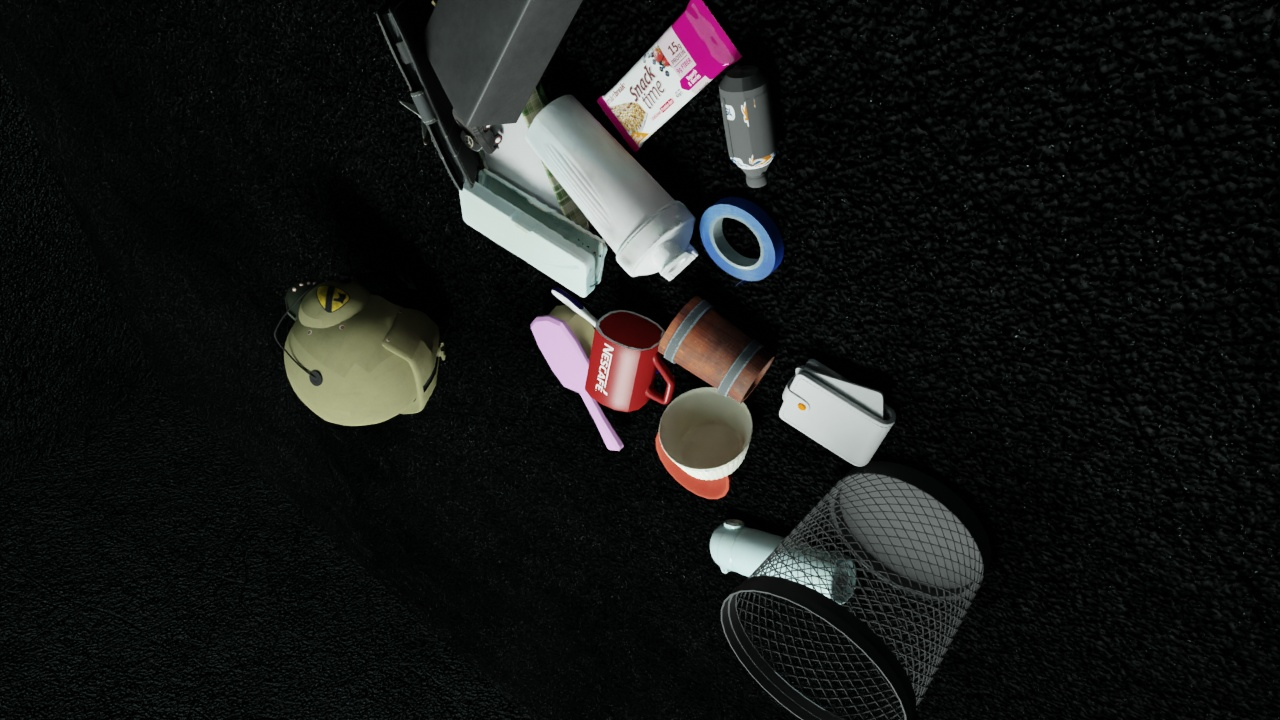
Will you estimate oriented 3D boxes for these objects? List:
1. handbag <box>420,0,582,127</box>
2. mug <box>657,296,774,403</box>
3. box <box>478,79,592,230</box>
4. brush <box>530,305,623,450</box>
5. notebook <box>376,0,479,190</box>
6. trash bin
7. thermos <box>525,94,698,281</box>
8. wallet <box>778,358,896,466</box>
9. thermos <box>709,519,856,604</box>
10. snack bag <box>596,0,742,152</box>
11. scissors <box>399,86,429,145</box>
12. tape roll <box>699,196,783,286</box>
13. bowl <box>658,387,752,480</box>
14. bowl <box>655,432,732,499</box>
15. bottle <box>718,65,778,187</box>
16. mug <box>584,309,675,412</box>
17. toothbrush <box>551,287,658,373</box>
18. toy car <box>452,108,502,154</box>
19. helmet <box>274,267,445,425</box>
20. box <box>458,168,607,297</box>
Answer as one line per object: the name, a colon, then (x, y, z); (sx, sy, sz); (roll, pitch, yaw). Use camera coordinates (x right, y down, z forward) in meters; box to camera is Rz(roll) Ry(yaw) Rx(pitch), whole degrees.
handbag: (-0.173, -0.378, 0.948); (0.195, 0.072, 0.176); (52, 131, 14)
mug: (0.087, -0.003, 1.061); (0.111, 0.081, 0.117); (36, 163, 12)
box: (-0.135, -0.240, 1.090); (0.118, 0.050, 0.206); (5, 129, 43)
brush: (-0.074, 0.026, 1.298); (0.089, 0.043, 0.229); (0, 124, 49)
notebook: (-0.236, -0.313, 1.056); (0.029, 0.169, 0.209); (-19, 120, 8)
trash bin: (0.242, 0.253, 0.999); (0.218, 0.226, 0.218); (30, 143, 26)
thermos: (-0.026, -0.183, 0.992); (0.220, 0.099, 0.100); (50, 148, 6)
wallet: (0.214, 0.049, 0.995); (0.118, 0.037, 0.115); (33, 145, 16)
thermos: (0.185, 0.268, 1.231); (0.207, 0.065, 0.078); (8, 107, 45)
snack bag: (0.021, -0.274, 0.901); (0.070, 0.016, 0.197); (54, 147, -6)
scissors: (-0.252, -0.299, 1.105); (0.179, 0.015, 0.198); (53, -165, -60)
tape roll: (0.105, -0.126, 0.957); (0.093, 0.016, 0.092); (55, 147, -10)
bowl: (0.084, 0.098, 1.138); (0.115, 0.115, 0.062); (29, 157, 28)
bowl: (0.078, 0.129, 1.236); (0.122, 0.035, 0.122); (30, 143, 26)
bottle: (0.101, -0.213, 0.845); (0.047, 0.046, 0.112); (18, 137, 38)
mug: (-0.007, 0.007, 1.152); (0.116, 0.080, 0.097); (27, 128, 20)
toothbrush: (-0.048, -0.040, 1.225); (0.186, 0.016, 0.015); (40, 144, 13)
toy car: (-0.186, -0.259, 1.027); (0.040, 0.037, 0.092); (42, 178, 6)
helmet: (-0.429, -0.015, 1.453); (0.233, 0.255, 0.251); (38, 147, 22)
box: (-0.130, -0.149, 1.091); (0.199, 0.067, 0.084); (32, 124, 19)
